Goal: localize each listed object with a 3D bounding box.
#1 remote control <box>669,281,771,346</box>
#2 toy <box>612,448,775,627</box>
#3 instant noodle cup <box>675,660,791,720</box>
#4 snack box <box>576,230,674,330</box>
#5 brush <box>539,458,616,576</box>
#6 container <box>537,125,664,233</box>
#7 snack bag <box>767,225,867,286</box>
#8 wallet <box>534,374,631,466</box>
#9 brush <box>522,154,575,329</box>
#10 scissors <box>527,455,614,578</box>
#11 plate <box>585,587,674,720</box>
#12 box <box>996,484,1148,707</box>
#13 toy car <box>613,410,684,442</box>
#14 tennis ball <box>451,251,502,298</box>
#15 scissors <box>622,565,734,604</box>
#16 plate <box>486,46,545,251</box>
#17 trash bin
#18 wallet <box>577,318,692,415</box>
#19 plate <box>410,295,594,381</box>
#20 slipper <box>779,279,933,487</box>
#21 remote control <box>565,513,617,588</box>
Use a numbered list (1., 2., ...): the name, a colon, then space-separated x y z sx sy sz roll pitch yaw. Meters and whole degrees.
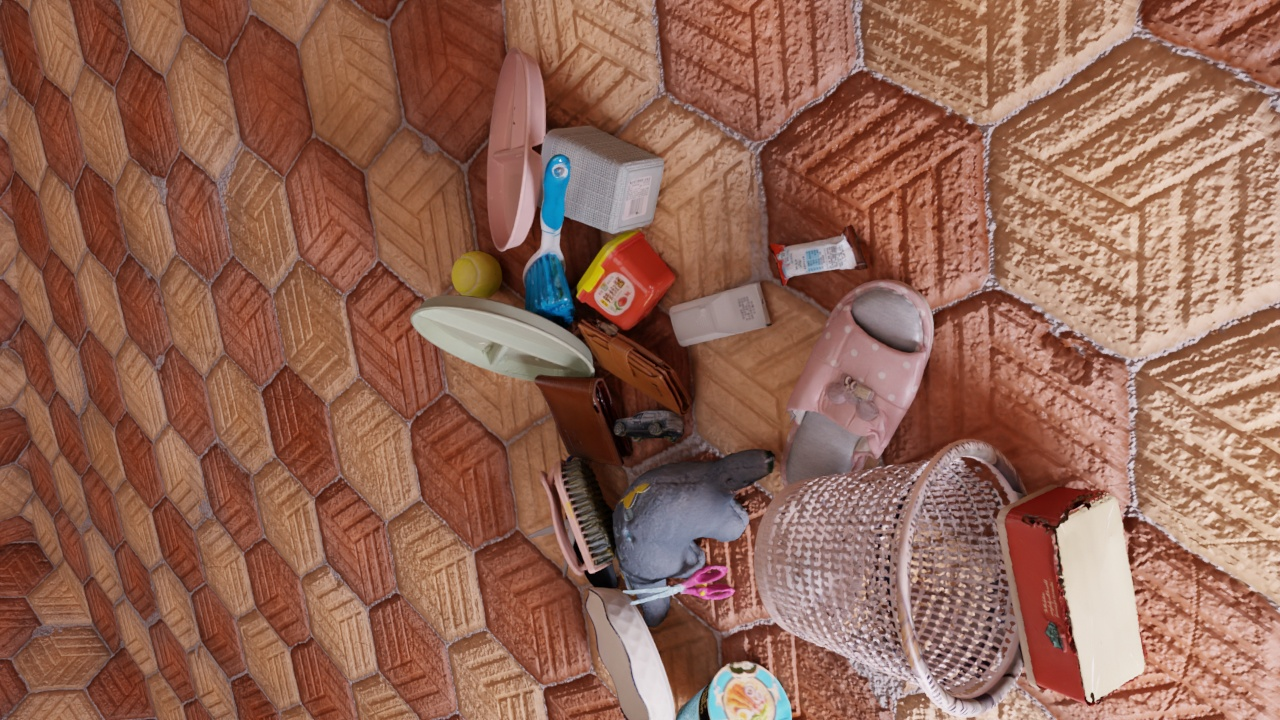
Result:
1. remote control: 0.084 -0.048 0.995 0.125 0.024 0.049 -14 95 42
2. toy: 0.039 0.190 1.067 0.138 0.091 0.357 35 132 5
3. instant noodle cup: 0.101 0.428 1.092 0.111 0.111 0.121 54 140 13
4. snack box: -0.014 -0.089 1.034 0.080 0.081 0.091 43 130 5
5. brush: -0.078 0.194 1.155 0.073 0.063 0.145 -27 81 19
6. container: -0.042 -0.199 1.013 0.111 0.090 0.090 27 120 29
7. snack bag: 0.171 -0.101 0.900 0.104 0.026 0.048 -12 102 42
8. wallet: -0.072 0.072 1.144 0.101 0.032 0.124 3 125 40
9. brush: -0.101 -0.113 1.026 0.315 0.060 0.109 129 133 -73
10. scissors: -0.081 0.202 1.203 0.176 0.012 0.162 -11 86 29
11. plate: -0.013 0.379 1.151 0.205 0.045 0.205 160 90 -75
12. box: 0.372 0.196 0.773 0.077 0.091 0.168 1 106 63
13. toy car: 0.009 0.078 1.091 0.091 0.043 0.034 -6 73 39
14. tennis ball: -0.214 -0.111 1.203 0.065 0.065 0.065 14 113 37
15. scissors: 0.044 0.263 1.073 0.094 0.137 0.017 91 176 -48
16. plate: -0.144 -0.240 1.056 0.230 0.028 0.229 -178 90 -70
17. trash bin: 0.220 0.186 0.831 0.193 0.226 0.227 -6 100 49
18. wallet: -0.006 0.006 1.052 0.132 0.031 0.108 31 165 29
19. plate: -0.163 -0.023 1.111 0.231 0.230 0.027 -2 66 41
20. slipper: 0.201 0.044 0.903 0.114 0.054 0.275 36 127 26
21. remote control: -0.070 0.248 1.225 0.053 0.024 0.136 -19 91 41
